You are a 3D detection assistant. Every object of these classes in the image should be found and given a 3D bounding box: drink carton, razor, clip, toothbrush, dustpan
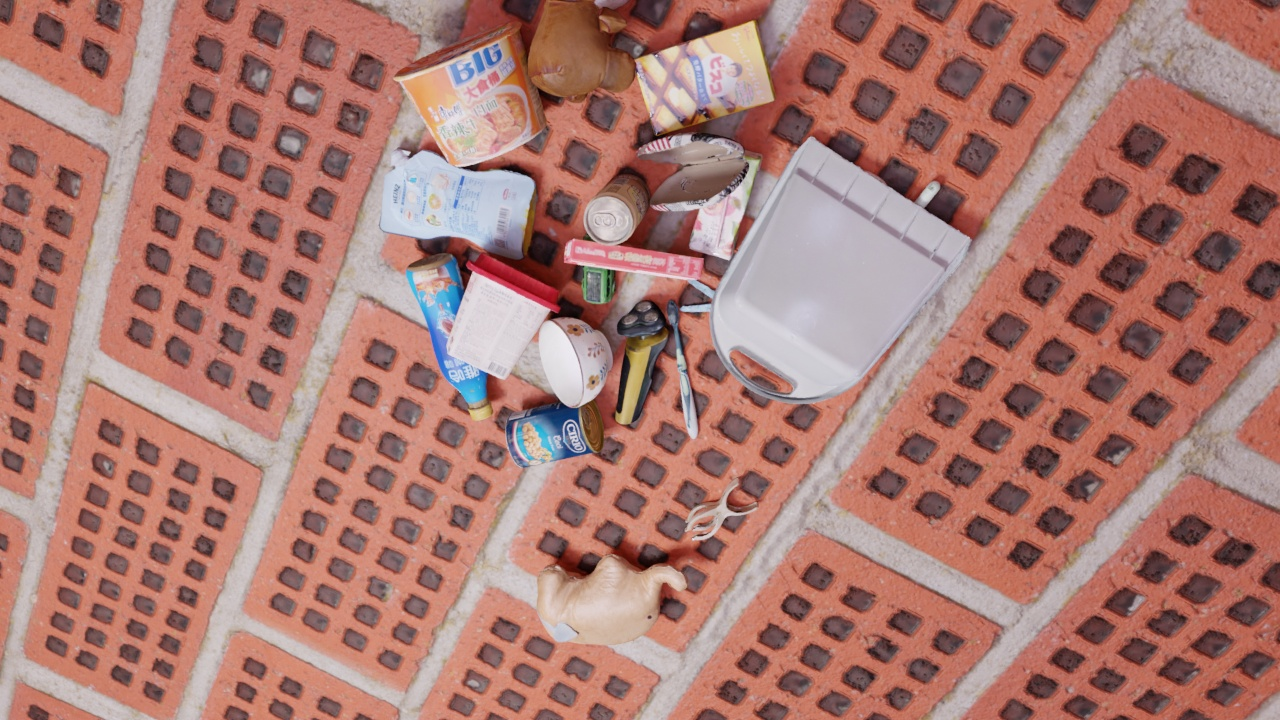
[{"bbox_3d":[0.097,-0.181,1.050,0.053,0.045,0.123,17,114,4],"label":"drink carton"},{"bbox_3d":[-0.007,0.007,1.149,0.067,0.062,0.168,-1,123,-22],"label":"razor"},{"bbox_3d":[0.103,0.200,1.221,0.100,0.034,0.072,-33,102,17],"label":"clip"},{"bbox_3d":[0.278,-0.128,1.053,0.029,0.020,0.190,51,118,28],"label":"toothbrush"},{"bbox_3d":[0.053,0.015,1.158,0.016,0.018,0.192,-6,111,13],"label":"toothbrush"},{"bbox_3d":[0.205,-0.078,1.073,0.222,0.143,0.257,33,85,0],"label":"dustpan"}]

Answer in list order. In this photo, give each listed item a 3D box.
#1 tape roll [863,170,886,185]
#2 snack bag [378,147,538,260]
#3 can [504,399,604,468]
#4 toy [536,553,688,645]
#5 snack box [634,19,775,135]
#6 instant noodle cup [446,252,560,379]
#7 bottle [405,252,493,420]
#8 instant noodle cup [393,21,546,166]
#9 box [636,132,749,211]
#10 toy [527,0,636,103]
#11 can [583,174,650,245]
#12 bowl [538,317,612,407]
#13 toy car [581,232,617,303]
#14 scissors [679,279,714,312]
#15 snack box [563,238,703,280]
[{"bbox_3d":[0.244,-0.173,1.043,0.086,0.013,0.086,4,113,9],"label":"tape roll"},{"bbox_3d":[-0.223,-0.190,1.113,0.191,0.038,0.110,14,120,6],"label":"snack bag"},{"bbox_3d":[-0.112,0.093,1.192,0.111,0.075,0.075,-14,110,17],"label":"can"},{"bbox_3d":[-0.035,0.334,1.278,0.226,0.082,0.143,-12,119,13],"label":"toy"},{"bbox_3d":[0.070,-0.310,1.009,0.140,0.033,0.087,-13,110,14],"label":"snack box"},{"bbox_3d":[-0.171,-0.052,1.098,0.116,0.116,0.124,26,92,-16],"label":"instant noodle cup"},{"bbox_3d":[-0.235,-0.026,1.171,0.065,0.065,0.219,-9,111,14],"label":"bottle"},{"bbox_3d":[-0.178,-0.289,1.008,0.151,0.151,0.111,-14,118,16],"label":"instant noodle cup"},{"bbox_3d":[0.055,-0.197,0.994,0.076,0.163,0.088,1,93,-30],"label":"box"},{"bbox_3d":[-0.058,-0.377,0.959,0.140,0.130,0.199,8,108,49],"label":"toy"},{"bbox_3d":[-0.025,-0.172,1.039,0.058,0.116,0.058,4,114,9],"label":"can"},{"bbox_3d":[-0.074,-0.003,1.140,0.062,0.113,0.113,-18,115,-28],"label":"bowl"},{"bbox_3d":[-0.051,-0.112,1.115,0.043,0.036,0.091,6,110,10],"label":"toy car"},{"bbox_3d":[0.116,-0.072,1.112,0.134,0.017,0.113,35,116,-1],"label":"scissors"},{"bbox_3d":[-0.009,-0.116,1.061,0.153,0.075,0.025,7,93,-10],"label":"snack box"}]
